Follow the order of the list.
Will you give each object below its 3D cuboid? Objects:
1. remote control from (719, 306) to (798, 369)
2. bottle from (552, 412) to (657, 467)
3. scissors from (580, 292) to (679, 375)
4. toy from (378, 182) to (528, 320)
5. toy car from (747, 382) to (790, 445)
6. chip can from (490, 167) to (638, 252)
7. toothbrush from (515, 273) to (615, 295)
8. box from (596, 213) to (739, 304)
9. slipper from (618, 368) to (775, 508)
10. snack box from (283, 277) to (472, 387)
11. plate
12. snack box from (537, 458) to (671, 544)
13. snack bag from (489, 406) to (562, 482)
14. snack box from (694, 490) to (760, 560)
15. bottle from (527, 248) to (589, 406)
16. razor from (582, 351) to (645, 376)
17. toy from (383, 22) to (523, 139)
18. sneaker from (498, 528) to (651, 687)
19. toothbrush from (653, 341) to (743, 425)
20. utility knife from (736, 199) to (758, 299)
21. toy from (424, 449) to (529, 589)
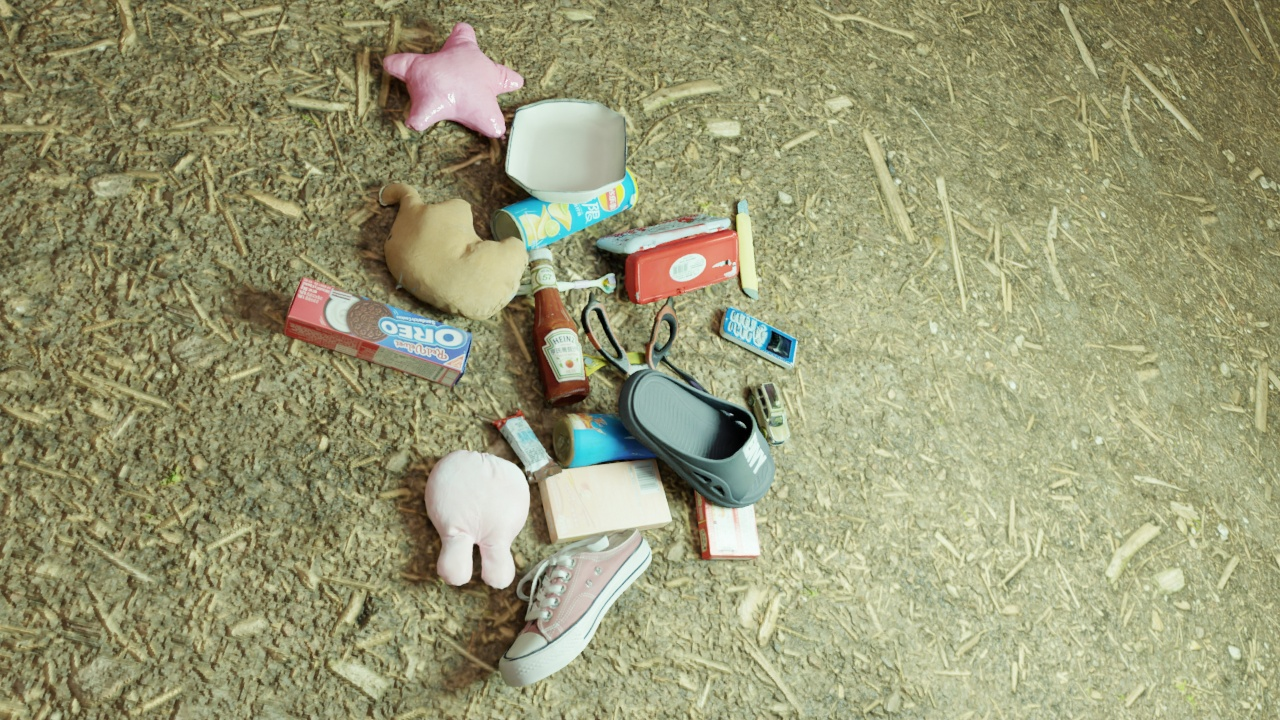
[{"bbox_3d":[0.173,-0.032,1.339,0.125,0.024,0.048,25,57,-13],"label":"remote control"},{"bbox_3d":[0.000,0.093,1.151,0.218,0.065,0.065,-2,67,-29],"label":"bottle"},{"bbox_3d":[-0.005,0.005,1.205,0.189,0.015,0.224,24,70,-26],"label":"scissors"},{"bbox_3d":[-0.253,-0.140,1.145,0.226,0.083,0.143,35,62,4],"label":"toy"},{"bbox_3d":[0.182,0.074,1.285,0.042,0.035,0.090,-6,71,-28],"label":"toy car"},{"bbox_3d":[-0.101,-0.207,1.257,0.209,0.071,0.071,-31,82,-35],"label":"chip can"},{"bbox_3d":[-0.119,-0.097,1.226,0.189,0.029,0.020,-7,27,-28],"label":"toothbrush"},{"bbox_3d":[0.042,-0.149,1.323,0.200,0.100,0.095,-19,116,-34],"label":"box"},{"bbox_3d":[0.089,0.099,1.123,0.268,0.083,0.110,36,63,-31],"label":"slipper"},{"bbox_3d":[-0.304,-0.030,1.074,0.207,0.058,0.057,19,61,-18],"label":"snack box"},{"bbox_3d":[-0.100,-0.288,1.268,0.162,0.034,0.265,2,41,-4],"label":"plate"},{"bbox_3d":[-0.043,0.171,1.125,0.157,0.026,0.084,-3,67,-28],"label":"snack box"},{"bbox_3d":[-0.137,0.100,1.100,0.045,0.026,0.105,-19,60,-36],"label":"snack bag"},{"bbox_3d":[0.109,0.183,1.198,0.075,0.026,0.152,6,64,-24],"label":"snack box"},{"bbox_3d":[-0.111,-0.045,1.171,0.059,0.060,0.206,-4,72,-29],"label":"bottle"},{"bbox_3d":[-0.029,0.002,1.219,0.132,0.028,0.043,-4,64,-31],"label":"razor"},{"bbox_3d":[-0.253,-0.369,1.261,0.178,0.075,0.194,48,58,-1],"label":"toy"},{"bbox_3d":[-0.081,0.254,1.018,0.240,0.119,0.088,-41,106,-41],"label":"sneaker"},{"bbox_3d":[0.083,0.038,1.265,0.189,0.014,0.016,42,42,-3],"label":"toothbrush"},{"bbox_3d":[0.164,-0.174,1.408,0.031,0.019,0.178,12,67,-27],"label":"utility knife"},{"bbox_3d":[-0.184,0.178,1.032,0.121,0.054,0.159,12,58,-20],"label":"toy"}]
